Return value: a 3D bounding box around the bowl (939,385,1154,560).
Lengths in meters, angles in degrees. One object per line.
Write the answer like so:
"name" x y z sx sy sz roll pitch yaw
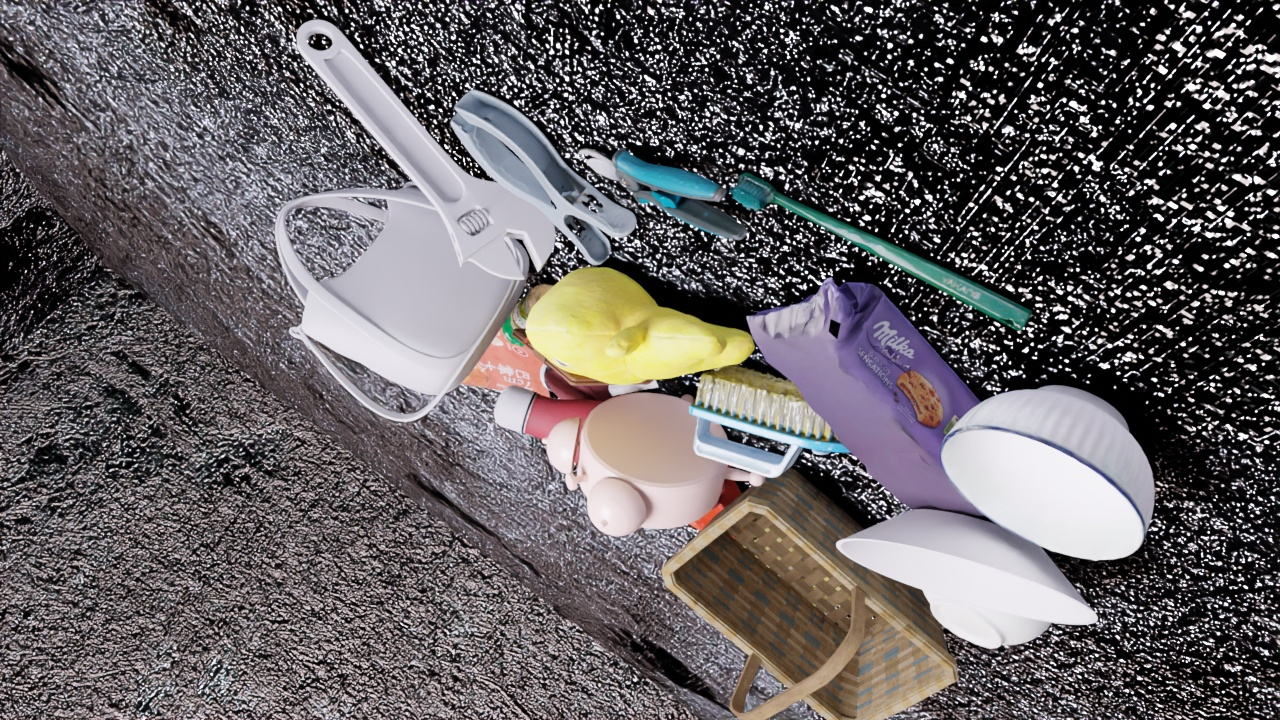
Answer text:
"bowl" 0.246 0.056 0.541 0.118 0.062 0.118 33 157 15

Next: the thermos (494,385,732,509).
"thermos" -0.029 0.079 0.908 0.240 0.073 0.073 18 156 2

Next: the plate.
"plate" 0.228 0.138 0.644 0.174 0.036 0.174 18 163 5

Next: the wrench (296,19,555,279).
"wrench" -0.175 -0.177 0.752 0.273 0.086 0.018 50 158 0

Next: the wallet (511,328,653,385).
"wallet" -0.055 -0.004 0.841 0.121 0.087 0.013 35 118 49

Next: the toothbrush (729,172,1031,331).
"toothbrush" 0.135 -0.064 0.538 0.190 0.017 0.016 30 157 20

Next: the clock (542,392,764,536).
"clock" 0.010 0.078 0.802 0.131 0.160 0.086 49 148 43

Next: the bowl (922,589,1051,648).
"bowl" 0.278 0.191 0.751 0.113 0.063 0.114 32 156 16

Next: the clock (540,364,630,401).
"clock" -0.060 0.026 0.977 0.087 0.044 0.125 44 157 -13

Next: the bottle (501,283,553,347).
"bottle" -0.107 -0.045 0.916 0.043 0.043 0.111 42 157 -9

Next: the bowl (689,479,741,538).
"bowl" 0.066 0.141 1.004 0.130 0.045 0.131 32 157 15

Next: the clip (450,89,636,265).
"clip" -0.080 -0.137 0.719 0.163 0.027 0.106 40 159 -3

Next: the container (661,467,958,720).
"container" 0.150 0.236 0.830 0.250 0.185 0.158 40 125 -5

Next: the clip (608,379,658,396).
"clip" -0.006 0.006 0.873 0.054 0.057 0.102 21 164 -23

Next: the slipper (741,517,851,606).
"slipper" 0.168 0.235 0.987 0.191 0.081 0.091 13 149 43

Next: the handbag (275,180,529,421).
"handbag" -0.230 -0.076 0.820 0.222 0.215 0.096 29 149 -2

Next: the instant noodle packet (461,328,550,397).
"instant noodle packet" -0.210 -0.023 1.094 0.221 0.083 0.165 23 150 13

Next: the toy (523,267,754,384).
"toy" -0.008 -0.023 0.737 0.208 0.092 0.133 17 -175 39

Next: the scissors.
"scissors" 0.014 -0.115 0.617 0.150 0.019 0.131 40 169 -5

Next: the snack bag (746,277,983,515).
"snack bag" 0.165 0.030 0.619 0.205 0.058 0.096 43 158 -15

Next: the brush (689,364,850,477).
"brush" 0.108 0.054 0.718 0.136 0.055 0.075 15 110 29
